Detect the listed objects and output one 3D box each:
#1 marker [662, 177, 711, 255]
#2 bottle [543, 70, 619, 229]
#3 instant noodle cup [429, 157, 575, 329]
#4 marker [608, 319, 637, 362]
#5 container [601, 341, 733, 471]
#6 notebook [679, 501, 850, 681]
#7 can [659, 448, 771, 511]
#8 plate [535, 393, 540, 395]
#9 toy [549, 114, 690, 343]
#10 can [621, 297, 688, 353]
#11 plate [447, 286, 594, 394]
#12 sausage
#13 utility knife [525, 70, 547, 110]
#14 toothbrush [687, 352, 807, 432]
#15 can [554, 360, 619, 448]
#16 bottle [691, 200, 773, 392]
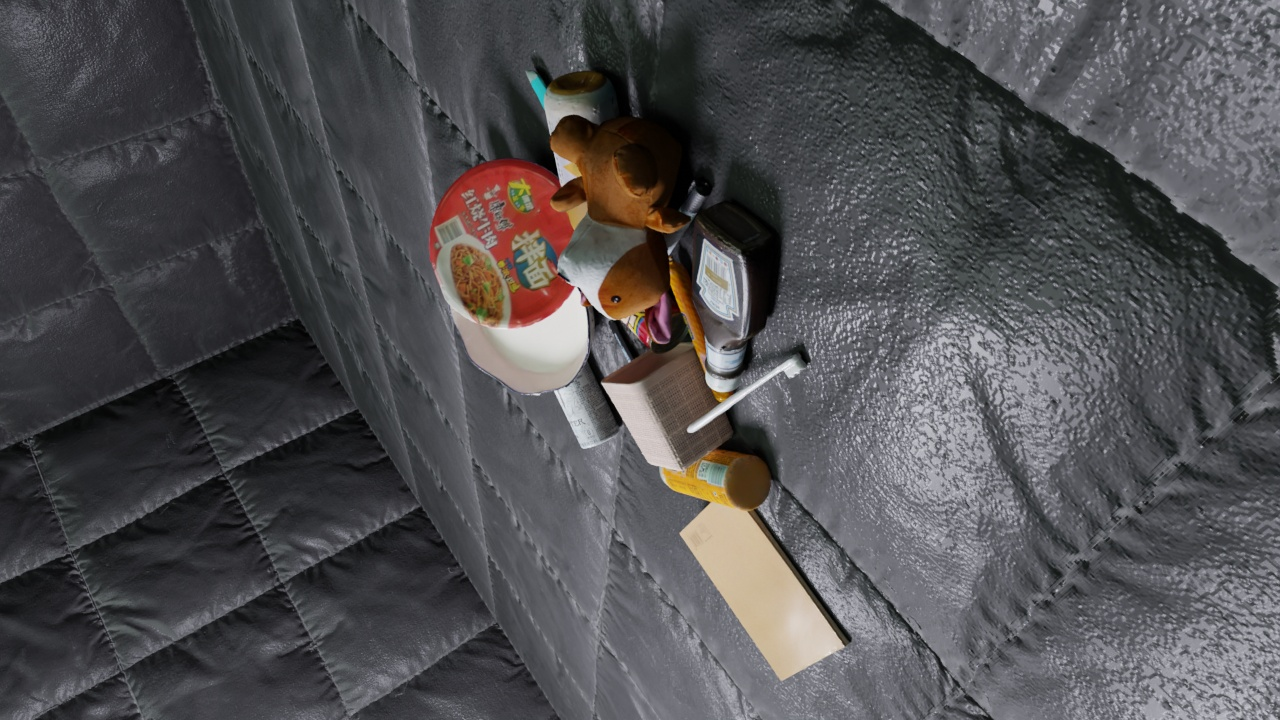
[{"bbox_3d":[0.036,-0.129,0.854,0.131,0.018,0.022,131,129,-65],"label":"marker"},{"bbox_3d":[-0.046,-0.182,0.896,0.068,0.067,0.190,36,146,44],"label":"bottle"},{"bbox_3d":[-0.145,-0.132,1.060,0.194,0.194,0.065,59,-165,5],"label":"instant noodle cup"},{"bbox_3d":[-0.006,0.006,1.089,0.124,0.015,0.018,62,152,3],"label":"marker"},{"bbox_3d":[0.032,0.049,0.974,0.090,0.089,0.111,1,121,63],"label":"container"},{"bbox_3d":[0.133,0.256,1.052,0.211,0.012,0.150,54,144,16],"label":"notebook"},{"bbox_3d":[0.078,0.123,0.994,0.146,0.058,0.058,3,119,63],"label":"can"},{"bbox_3d":[-0.218,-0.057,1.331,0.162,0.034,0.266,55,171,54],"label":"plate"},{"bbox_3d":[-0.022,-0.116,0.833,0.140,0.130,0.200,37,143,37],"label":"toy"},{"bbox_3d":[-0.008,-0.068,0.963,0.132,0.053,0.053,47,152,30],"label":"can"},{"bbox_3d":[-0.145,-0.058,1.156,0.205,0.045,0.205,11,117,23],"label":"plate"},{"bbox_3d":[0.060,-0.027,0.912,0.021,0.021,0.165,7,121,62],"label":"sausage"},{"bbox_3d":[-0.080,-0.242,0.971,0.151,0.012,0.029,62,159,-6],"label":"utility knife"},{"bbox_3d":[0.096,0.036,0.865,0.016,0.016,0.181,53,140,2],"label":"toothbrush"},{"bbox_3d":[-0.083,0.042,1.228,0.147,0.058,0.058,65,156,-8],"label":"can"},{"bbox_3d":[0.079,-0.047,0.826,0.080,0.044,0.195,45,152,34],"label":"bottle"}]
